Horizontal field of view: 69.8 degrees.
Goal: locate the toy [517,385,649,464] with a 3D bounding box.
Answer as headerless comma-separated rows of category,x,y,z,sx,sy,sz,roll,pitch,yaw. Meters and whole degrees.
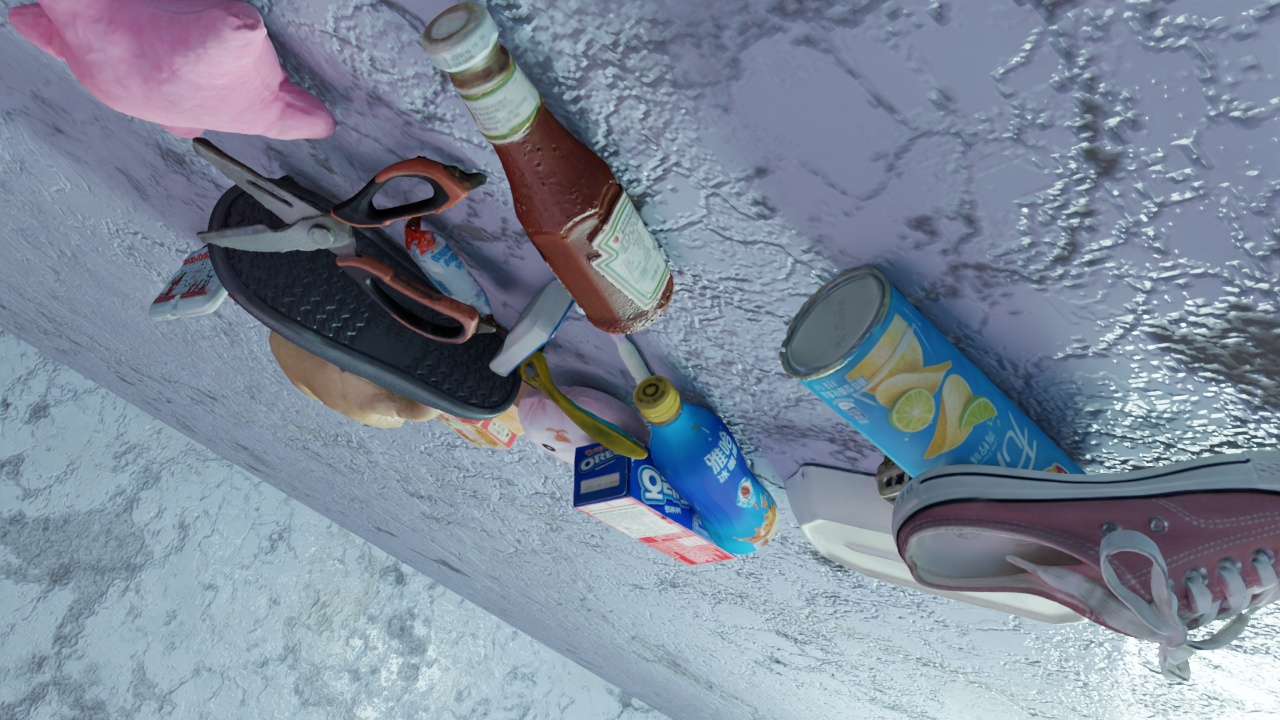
toy,-0.039,0.069,0.820,0.121,0.054,0.159,4,155,28

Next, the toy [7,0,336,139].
toy,-0.273,-0.181,0.523,0.195,0.074,0.178,9,162,30

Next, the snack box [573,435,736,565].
snack box,0.019,0.128,0.807,0.058,0.057,0.207,-14,150,26

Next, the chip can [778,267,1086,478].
chip can,0.172,0.039,0.503,0.210,0.071,0.071,39,155,-22

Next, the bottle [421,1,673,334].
bottle,-0.044,-0.093,0.483,0.060,0.059,0.206,11,151,35

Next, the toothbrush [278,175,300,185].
toothbrush,-0.230,-0.088,0.756,0.014,0.016,0.189,17,158,41

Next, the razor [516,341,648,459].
razor,-0.047,0.036,0.727,0.132,0.028,0.043,40,128,18

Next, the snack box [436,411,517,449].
snack box,-0.205,0.043,0.976,0.075,0.025,0.153,-1,143,49

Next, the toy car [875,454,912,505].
toy car,0.191,0.074,0.601,0.042,0.035,0.091,29,154,-7

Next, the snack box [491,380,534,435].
snack box,-0.162,0.016,0.873,0.157,0.026,0.085,35,156,-15

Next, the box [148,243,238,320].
box,-0.376,-0.061,0.858,0.201,0.100,0.094,-1,143,50

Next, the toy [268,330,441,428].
toy,-0.274,0.010,0.869,0.226,0.082,0.143,17,157,50

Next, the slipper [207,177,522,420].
slipper,-0.219,-0.031,0.723,0.268,0.110,0.084,35,147,-27

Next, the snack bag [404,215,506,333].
snack bag,-0.136,-0.060,0.658,0.105,0.026,0.045,53,164,-24

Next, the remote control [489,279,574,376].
remote control,-0.080,-0.024,0.674,0.024,0.049,0.125,35,155,-11

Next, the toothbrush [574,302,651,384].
toothbrush,-0.004,0.004,0.687,0.020,0.029,0.189,64,-178,37

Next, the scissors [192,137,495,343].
scissors,-0.191,-0.079,0.612,0.225,0.015,0.189,-8,131,18

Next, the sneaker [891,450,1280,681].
sneaker,0.247,0.101,0.440,0.241,0.087,0.118,0,128,7

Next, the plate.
plate,0.230,0.147,0.707,0.266,0.034,0.162,8,150,39

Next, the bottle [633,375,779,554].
bottle,0.051,0.084,0.732,0.065,0.065,0.219,11,152,34
